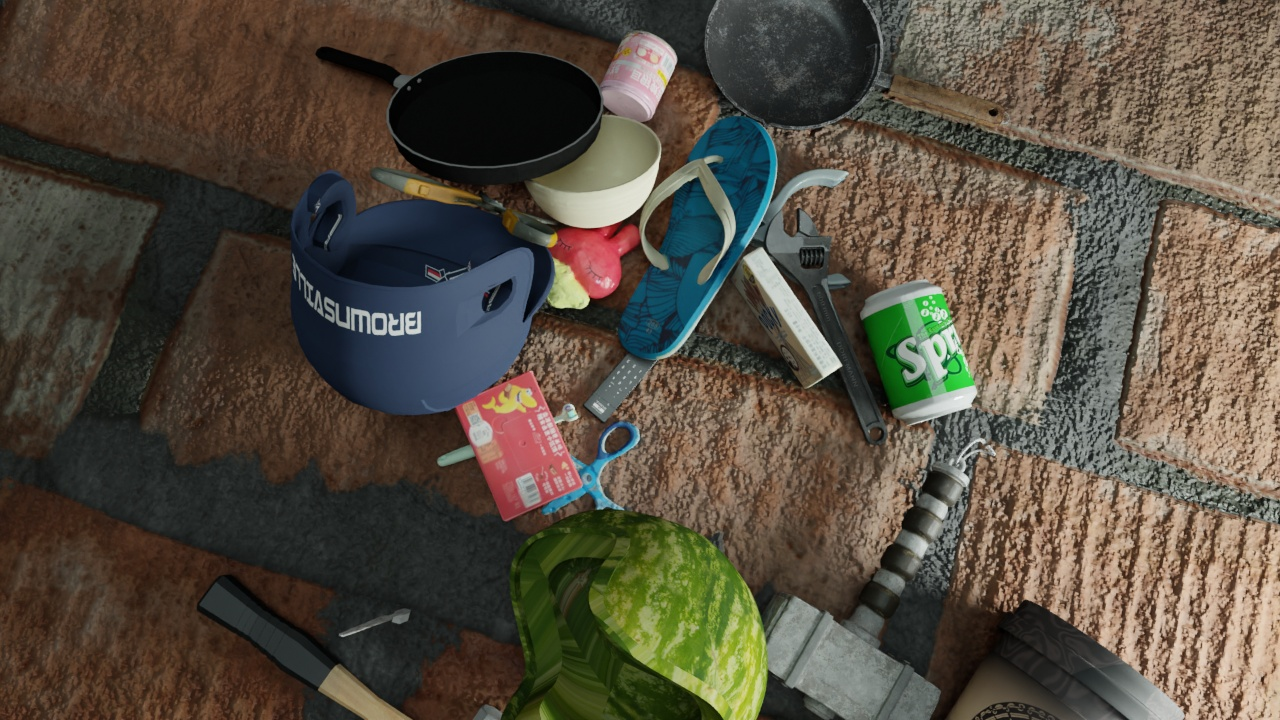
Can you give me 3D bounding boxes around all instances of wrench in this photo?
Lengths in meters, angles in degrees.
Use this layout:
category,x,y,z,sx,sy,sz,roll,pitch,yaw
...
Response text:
category,x,y,z,sx,sy,sz,roll,pitch,yaw
wrench,0.205,-0.036,0.986,0.073,0.018,0.273,-22,91,-4

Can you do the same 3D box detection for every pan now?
category,x,y,z,sx,sy,sz,roll,pitch,yaw
pan,-0.209,-0.282,0.992,0.357,0.034,0.224,22,51,19
pan,0.245,-0.327,1.048,0.357,0.040,0.207,20,80,0

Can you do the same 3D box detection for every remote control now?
category,x,y,z,sx,sy,sz,roll,pitch,yaw
remote control,-0.006,0.006,0.993,0.030,0.009,0.140,40,81,5

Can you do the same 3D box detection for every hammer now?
category,x,y,z,sx,sy,sz,roll,pitch,yaw
hammer,-0.298,0.324,0.913,0.328,0.039,0.131,34,82,4
hammer,0.259,0.212,0.931,0.177,0.079,0.326,32,80,4

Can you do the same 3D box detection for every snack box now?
category,x,y,z,sx,sy,sz,roll,pitch,yaw
snack box,-0.127,0.088,0.952,0.089,0.021,0.133,-24,86,-6
snack box,0.152,-0.043,0.971,0.026,0.082,0.150,-32,82,-8

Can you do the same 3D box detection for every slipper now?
category,x,y,z,sx,sy,sz,roll,pitch,yaw
slipper,0.058,-0.139,0.977,0.118,0.060,0.294,22,81,27

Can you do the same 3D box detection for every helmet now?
category,x,y,z,sx,sy,sz,roll,pitch,yaw
helmet,-0.001,0.255,0.837,0.243,0.246,0.214,23,113,-19
helmet,-0.209,-0.066,0.901,0.232,0.224,0.271,23,48,13

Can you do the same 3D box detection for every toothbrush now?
category,x,y,z,sx,sy,sz,roll,pitch,yaw
toothbrush,-0.141,0.081,0.971,0.154,0.015,0.022,-21,56,-6
toothbrush,-0.246,0.247,0.854,0.010,0.181,0.010,13,82,5

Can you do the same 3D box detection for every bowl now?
category,x,y,z,sx,sy,sz,roll,pitch,yaw
bowl,-0.052,-0.192,0.981,0.151,0.075,0.150,-3,44,2

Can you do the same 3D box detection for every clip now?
category,x,y,z,sx,sy,sz,roll,pitch,yaw
clip,0.183,-0.152,1.019,0.164,0.032,0.165,44,80,5

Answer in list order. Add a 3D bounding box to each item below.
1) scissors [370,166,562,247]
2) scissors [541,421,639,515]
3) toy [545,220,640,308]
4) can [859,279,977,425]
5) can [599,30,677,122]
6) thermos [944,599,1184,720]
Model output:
category,x,y,z,sx,sy,sz,roll,pitch,yaw
scissors,-0.150,-0.151,0.914,0.230,0.224,0.016,32,107,43
scissors,-0.044,0.123,0.971,0.134,0.011,0.140,39,81,6
toy,-0.059,-0.109,0.992,0.135,0.045,0.091,-39,79,-16
can,0.292,-0.008,0.967,0.088,0.088,0.140,-15,81,-5
can,-0.003,-0.315,1.020,0.067,0.067,0.076,24,79,2
thermos,0.368,0.369,0.869,0.172,0.173,0.226,39,87,5
